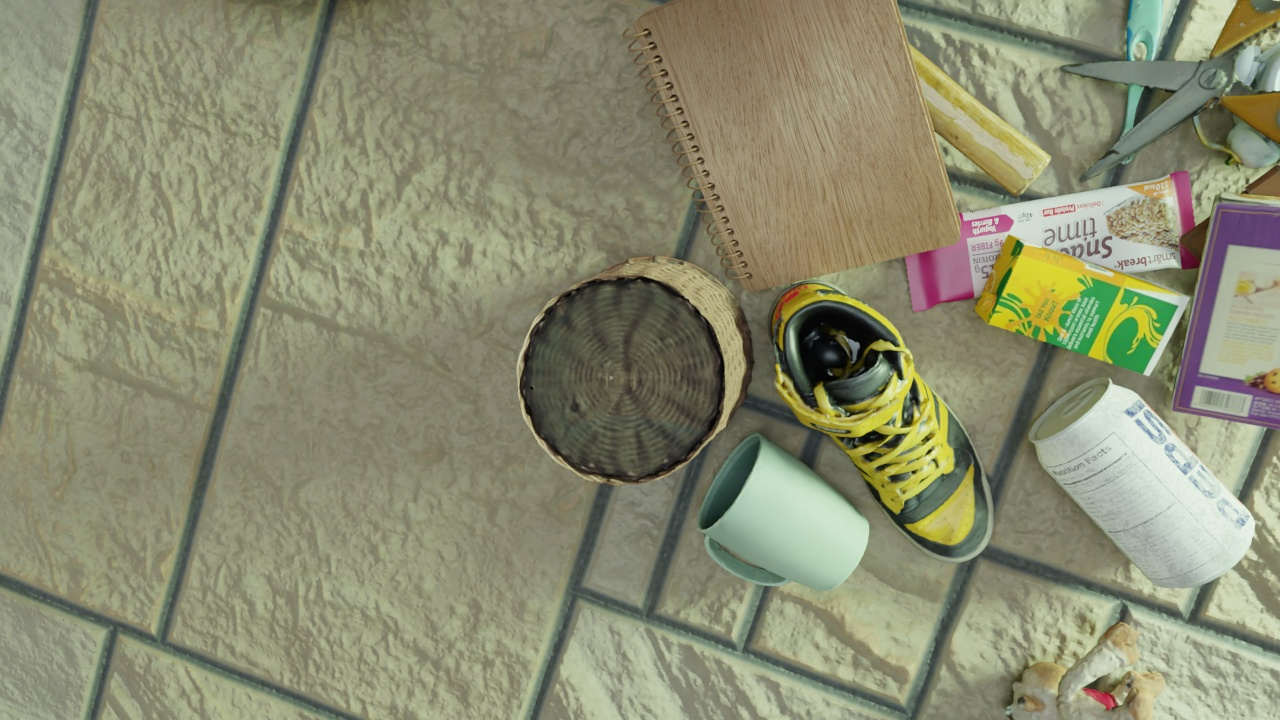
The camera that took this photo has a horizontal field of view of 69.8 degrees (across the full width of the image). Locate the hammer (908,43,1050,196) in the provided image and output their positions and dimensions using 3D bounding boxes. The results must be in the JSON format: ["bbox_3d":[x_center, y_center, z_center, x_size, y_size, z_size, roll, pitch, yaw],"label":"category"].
[{"bbox_3d":[0.131,-0.225,0.604,0.330,0.033,0.132,38,96,0],"label":"hammer"}]

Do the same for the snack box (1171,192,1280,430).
[{"bbox_3d":[0.431,-0.026,0.582,0.144,0.040,0.148,12,114,29],"label":"snack box"}]

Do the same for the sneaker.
[{"bbox_3d":[0.170,0.046,0.630,0.086,0.122,0.238,-37,87,11],"label":"sneaker"}]

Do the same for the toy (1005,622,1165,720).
[{"bbox_3d":[0.317,0.243,0.658,0.106,0.074,0.085,-22,135,29],"label":"toy"}]

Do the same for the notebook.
[{"bbox_3d":[0.102,-0.153,0.612,0.169,0.022,0.210,-12,119,28],"label":"notebook"}]

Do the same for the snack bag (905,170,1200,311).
[{"bbox_3d":[0.290,-0.084,0.655,0.197,0.016,0.070,-8,95,9],"label":"snack bag"}]

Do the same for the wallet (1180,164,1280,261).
[{"bbox_3d":[0.437,-0.092,0.602,0.087,0.013,0.121,39,127,-6],"label":"wallet"}]

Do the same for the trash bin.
[{"bbox_3d":[-0.004,0.003,0.610,0.151,0.210,0.151,1,94,9],"label":"trash bin"}]

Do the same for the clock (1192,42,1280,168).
[{"bbox_3d":[0.430,-0.172,0.607,0.118,0.057,0.083,-12,92,17],"label":"clock"}]

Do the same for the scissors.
[{"bbox_3d":[0.391,-0.178,0.580,0.226,0.016,0.226,-46,62,23],"label":"scissors"}]

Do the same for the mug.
[{"bbox_3d":[0.098,0.124,0.675,0.104,0.083,0.112,33,127,-7],"label":"mug"}]

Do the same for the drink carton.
[{"bbox_3d":[0.298,-0.040,0.633,0.122,0.041,0.058,18,108,0],"label":"drink carton"}]

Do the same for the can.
[{"bbox_3d":[0.340,0.083,0.628,0.078,0.078,0.136,-43,87,9],"label":"can"}]

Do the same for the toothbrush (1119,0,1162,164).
[{"bbox_3d":[0.345,-0.205,0.636,0.022,0.017,0.135,6,96,12],"label":"toothbrush"}]
